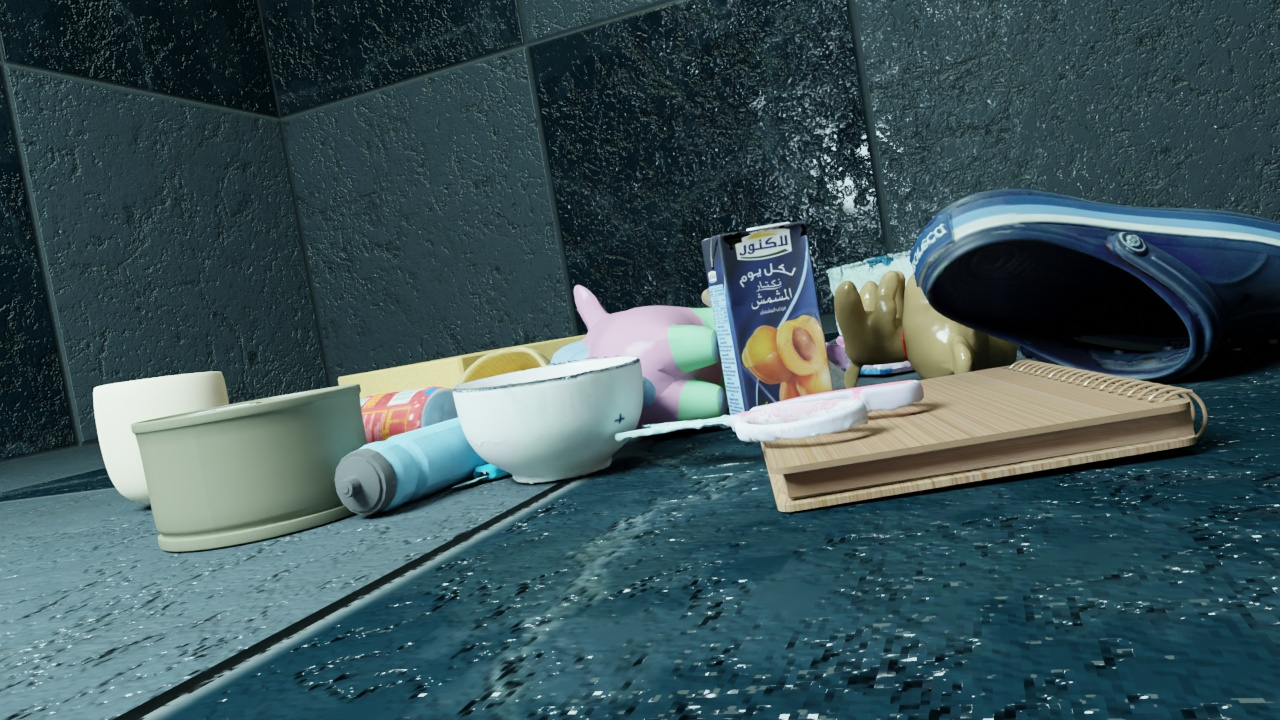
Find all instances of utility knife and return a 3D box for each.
[{"bbox_3d":[-0.070,0.063,0.598,0.124,0.015,0.022,-15,4,-39],"label":"utility knife"}]

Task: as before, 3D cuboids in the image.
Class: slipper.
[{"bbox_3d":[0.277,-0.029,0.524,0.252,0.095,0.105,8,-38,-9],"label":"slipper"},{"bbox_3d":[-0.129,0.031,0.833,0.111,0.079,0.261,-12,2,11],"label":"slipper"}]

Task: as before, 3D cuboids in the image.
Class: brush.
[{"bbox_3d":[0.106,-0.015,0.722,0.038,0.012,0.151,-20,49,-42],"label":"brush"},{"bbox_3d":[-0.193,0.031,1.055,0.195,0.075,0.249,-8,3,35],"label":"brush"}]

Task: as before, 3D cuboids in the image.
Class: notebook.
[{"bbox_3d":[0.144,0.029,0.450,0.169,0.022,0.210,-10,3,6],"label":"notebook"}]

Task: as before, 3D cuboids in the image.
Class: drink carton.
[{"bbox_3d":[0.082,-0.022,0.591,0.064,0.130,0.040,-11,4,-13],"label":"drink carton"}]

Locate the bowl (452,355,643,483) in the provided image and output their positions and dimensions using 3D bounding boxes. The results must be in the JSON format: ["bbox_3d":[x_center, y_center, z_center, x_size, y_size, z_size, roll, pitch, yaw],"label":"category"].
[{"bbox_3d":[-0.052,0.036,0.550,0.113,0.063,0.113,-9,4,0],"label":"bowl"}]

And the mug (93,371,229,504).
[{"bbox_3d":[-0.385,0.065,0.753,0.096,0.099,0.120,-9,0,-20],"label":"mug"}]

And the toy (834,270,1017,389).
[{"bbox_3d":[0.197,-0.022,0.649,0.108,0.106,0.134,5,7,34],"label":"toy"}]

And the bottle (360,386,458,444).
[{"bbox_3d":[-0.186,0.055,0.666,0.138,0.062,0.061,-7,4,35],"label":"bottle"}]

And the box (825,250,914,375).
[{"bbox_3d":[0.203,-0.044,0.887,0.086,0.105,0.230,-10,2,-14],"label":"box"}]

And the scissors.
[{"bbox_3d":[0.042,0.031,0.453,0.179,0.016,0.105,-9,3,34],"label":"scissors"}]

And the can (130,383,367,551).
[{"bbox_3d":[-0.228,0.061,0.551,0.128,0.073,0.128,-10,3,0],"label":"can"}]

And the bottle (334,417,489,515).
[{"bbox_3d":[-0.134,0.062,0.553,0.040,0.040,0.129,-8,3,23],"label":"bottle"}]

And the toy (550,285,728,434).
[{"bbox_3d":[-0.004,0.004,0.697,0.171,0.120,0.221,-3,9,22],"label":"toy"}]
